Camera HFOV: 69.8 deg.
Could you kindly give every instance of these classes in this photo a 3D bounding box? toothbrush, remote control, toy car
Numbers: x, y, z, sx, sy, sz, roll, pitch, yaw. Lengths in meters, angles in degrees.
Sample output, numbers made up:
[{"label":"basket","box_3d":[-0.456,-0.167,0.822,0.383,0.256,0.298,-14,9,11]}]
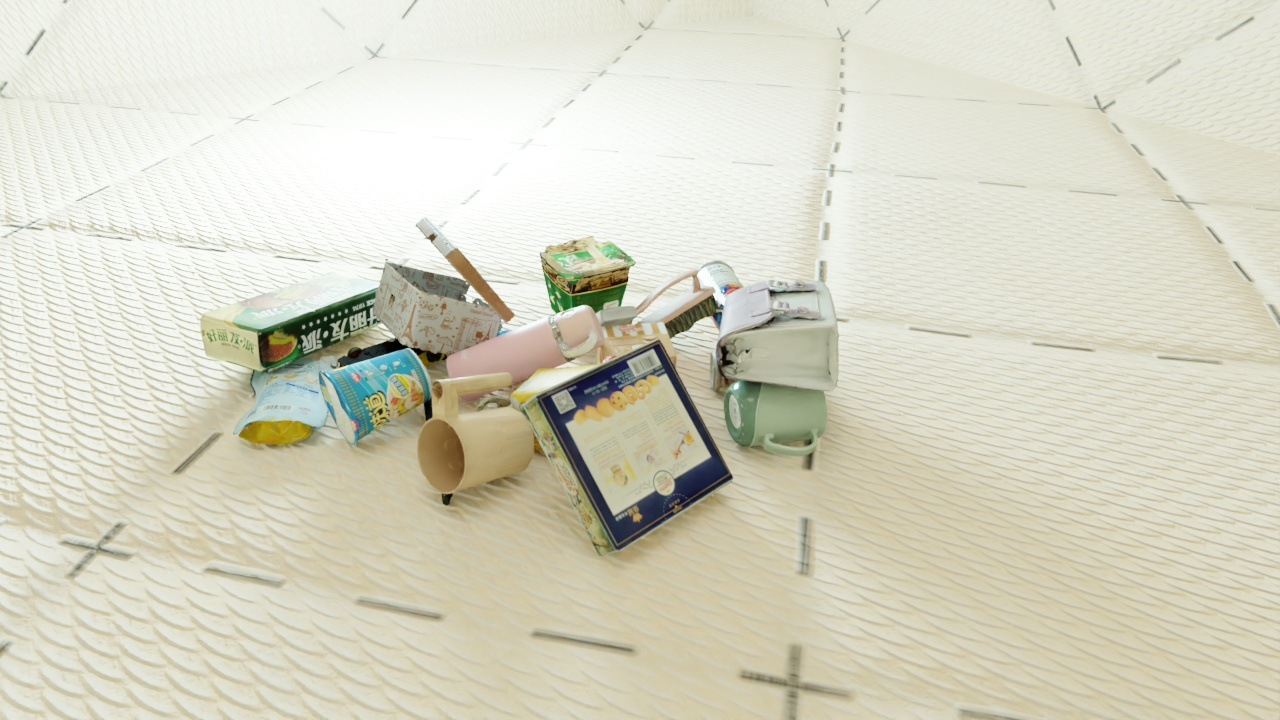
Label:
[{"label":"toothbrush","box_3d":[-0.240,0.100,1.094,0.026,0.027,0.212,6,29,-21]},{"label":"remote control","box_3d":[-0.058,-0.049,1.274,0.056,0.019,0.135,-10,-9,-30]},{"label":"toy car","box_3d":[-0.337,-0.003,1.246,0.071,0.041,0.155,25,33,34]}]

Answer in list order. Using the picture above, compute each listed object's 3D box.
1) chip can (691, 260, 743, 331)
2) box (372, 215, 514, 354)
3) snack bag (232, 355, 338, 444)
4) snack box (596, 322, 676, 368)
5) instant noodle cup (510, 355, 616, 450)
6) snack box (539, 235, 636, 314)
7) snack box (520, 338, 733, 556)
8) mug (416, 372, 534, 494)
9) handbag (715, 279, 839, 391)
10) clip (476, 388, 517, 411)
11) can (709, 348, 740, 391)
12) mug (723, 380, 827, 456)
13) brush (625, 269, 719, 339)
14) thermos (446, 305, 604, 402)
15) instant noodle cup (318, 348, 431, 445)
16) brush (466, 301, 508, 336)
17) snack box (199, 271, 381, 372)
[{"label":"chip can","box_3d":[0.138,-0.070,1.350,0.071,0.071,0.214,-6,32,-11]},{"label":"box","box_3d":[-0.260,-0.104,1.258,0.148,0.158,0.181,9,14,-33]},{"label":"snack bag","box_3d":[-0.448,0.042,1.172,0.110,0.039,0.190,-9,29,-6]},{"label":"snack box","box_3d":[-0.007,0.007,1.207,0.092,0.077,0.094,-5,31,-8]},{"label":"instant noodle cup","box_3d":[-0.078,0.061,1.094,0.124,0.116,0.115,2,29,26]},{"label":"snack box","box_3d":[-0.082,-0.111,1.378,0.118,0.106,0.117,-16,37,-25]},{"label":"snack box","box_3d":[-0.011,0.090,0.991,0.177,0.182,0.046,-25,-4,-36]},{"label":"mug","box_3d":[-0.183,0.077,1.022,0.084,0.124,0.103,4,8,40]},{"label":"handbag","box_3d":[0.169,-0.037,1.137,0.145,0.098,0.196,-4,18,9]},{"label":"clip","box_3d":[-0.156,0.064,1.155,0.103,0.034,0.076,-17,32,-42]},{"label":"can","box_3d":[0.152,0.013,1.222,0.116,0.059,0.058,0,31,-2]},{"label":"mug","box_3d":[0.165,0.070,1.111,0.106,0.082,0.111,-6,49,-14]},{"label":"brush","box_3d":[0.036,-0.070,1.314,0.145,0.073,0.063,-32,18,-13]},{"label":"thermos","box_3d":[-0.145,-0.006,1.167,0.199,0.067,0.087,-20,30,8]},{"label":"instant noodle cup","box_3d":[-0.318,0.038,1.116,0.109,0.099,0.099,-25,40,-30]},{"label":"brush","box_3d":[-0.206,-0.035,1.316,0.083,0.046,0.255,-22,34,-27]},{"label":"snack box","box_3d":[-0.476,-0.058,1.282,0.115,0.063,0.239,13,24,25]}]
